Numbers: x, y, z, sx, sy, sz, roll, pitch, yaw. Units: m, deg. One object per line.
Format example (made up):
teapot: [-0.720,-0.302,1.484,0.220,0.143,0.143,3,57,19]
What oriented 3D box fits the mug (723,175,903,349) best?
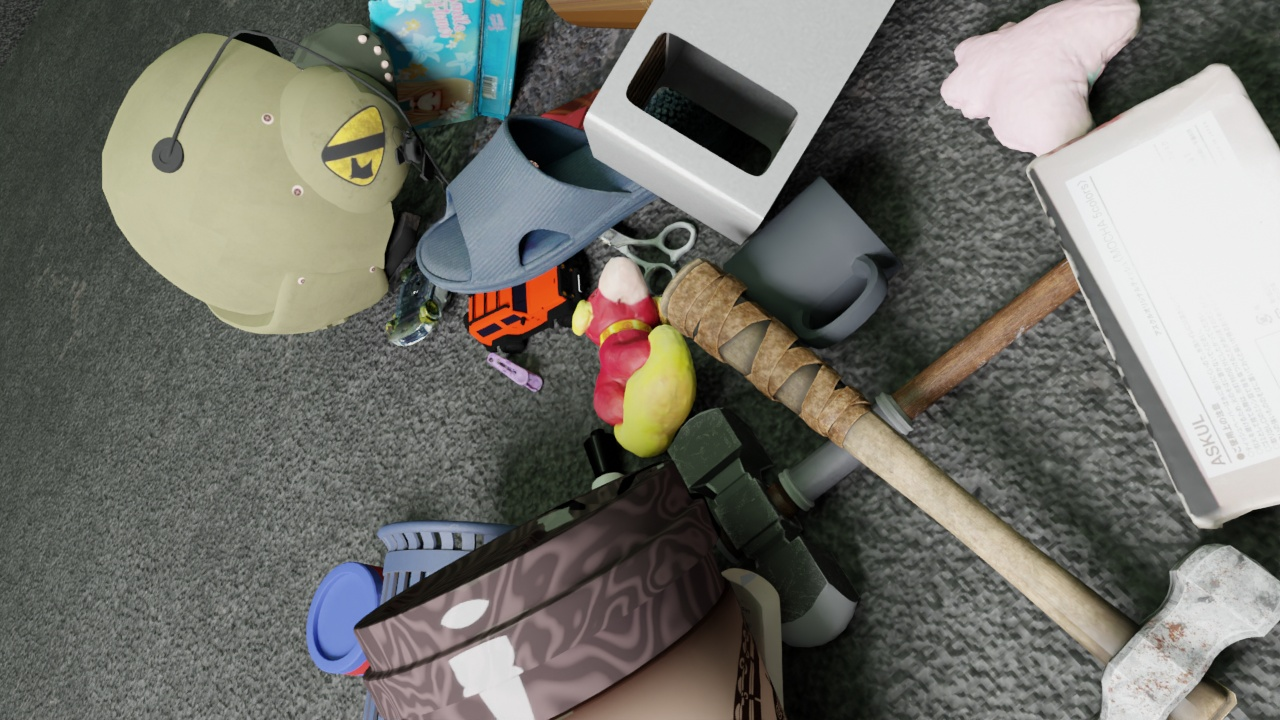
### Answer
mug: [0.104,-0.047,0.527,0.077,0.071,0.105,-43,30,16]

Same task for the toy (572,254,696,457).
toy: [-0.004,0.004,0.606,0.106,0.067,0.137,-58,38,39]

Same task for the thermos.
thermos: [-0.005,0.182,0.416,0.173,0.172,0.226,-28,88,26]

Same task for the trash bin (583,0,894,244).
trash bin: [0.076,-0.203,0.563,0.114,0.114,0.229,31,92,0]

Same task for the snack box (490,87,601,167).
snack box: [-0.075,-0.165,0.762,0.133,0.021,0.089,-13,64,34]

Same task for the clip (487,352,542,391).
clip: [-0.099,0.007,0.703,0.013,0.037,0.053,-60,34,-1]

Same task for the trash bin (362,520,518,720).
trash bin: [-0.100,0.229,0.534,0.140,0.139,0.249,-10,67,35]

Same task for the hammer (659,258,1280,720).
hammer: [0.125,0.052,0.442,0.319,0.049,0.121,42,98,27]

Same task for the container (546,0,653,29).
container: [0.007,-0.312,0.697,0.167,0.132,0.132,17,82,48]

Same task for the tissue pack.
tissue pack: [0.259,-0.028,0.404,0.104,0.071,0.181,-28,68,28]

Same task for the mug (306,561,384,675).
mug: [-0.171,0.179,0.652,0.112,0.076,0.075,-33,54,23]

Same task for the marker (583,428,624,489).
marker: [-0.015,0.100,0.596,0.025,0.025,0.125,-32,54,24]

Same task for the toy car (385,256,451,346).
toy car: [-0.186,-0.054,0.790,0.048,0.033,0.105,-21,44,26]

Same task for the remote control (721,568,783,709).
remote control: [0.056,0.168,0.475,0.038,0.018,0.126,10,110,46]

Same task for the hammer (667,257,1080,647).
hammer: [0.166,0.004,0.488,0.323,0.043,0.156,-41,51,14]

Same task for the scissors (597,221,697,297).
scissors: [-0.019,-0.080,0.679,0.172,0.014,0.090,8,74,34]

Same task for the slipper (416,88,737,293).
slipper: [-0.058,-0.137,0.659,0.264,0.082,0.101,-27,54,8]

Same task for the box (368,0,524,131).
box: [-0.134,-0.272,0.735,0.083,0.228,0.172,38,67,3]

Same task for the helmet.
helmet: [-0.281,-0.137,0.732,0.251,0.255,0.232,17,80,42]

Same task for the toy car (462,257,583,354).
toy car: [-0.089,-0.043,0.702,0.100,0.048,0.051,-22,58,29]

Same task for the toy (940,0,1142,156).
toy: [0.214,-0.158,0.507,0.096,0.052,0.099,20,86,44]
